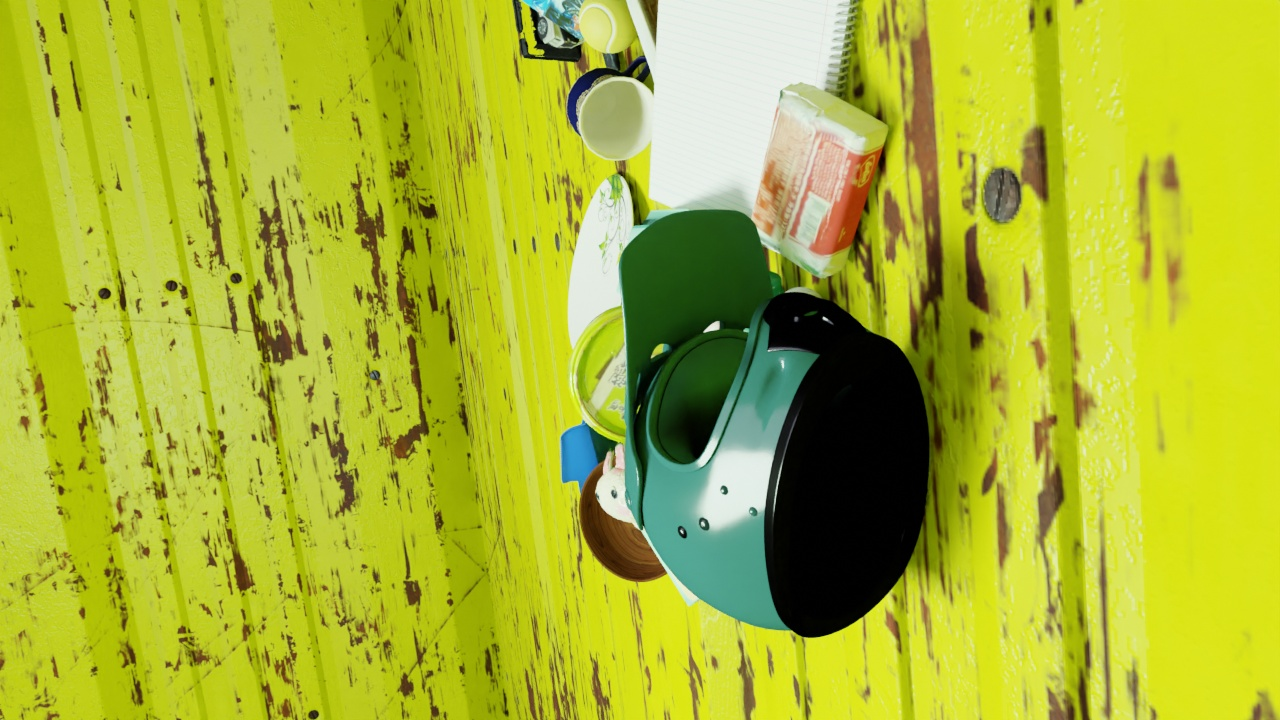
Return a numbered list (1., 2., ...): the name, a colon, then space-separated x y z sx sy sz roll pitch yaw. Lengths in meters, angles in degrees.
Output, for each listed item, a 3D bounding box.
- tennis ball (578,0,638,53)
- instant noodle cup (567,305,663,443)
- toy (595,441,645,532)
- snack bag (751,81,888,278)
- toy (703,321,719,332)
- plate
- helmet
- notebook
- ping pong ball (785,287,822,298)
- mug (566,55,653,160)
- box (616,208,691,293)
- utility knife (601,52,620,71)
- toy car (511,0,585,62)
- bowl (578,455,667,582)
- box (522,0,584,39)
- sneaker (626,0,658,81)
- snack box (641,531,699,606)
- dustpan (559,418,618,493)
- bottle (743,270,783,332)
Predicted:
1. tennis ball: -0.032 -0.356 0.960 0.065 0.065 0.065 170 90 -72
2. instant noodle cup: -0.006 0.006 0.952 0.098 0.146 0.146 -124 29 -74
3. toy: -0.013 0.137 0.927 0.087 0.050 0.112 -18 90 64
4. snack bag: 0.120 -0.123 0.634 0.077 0.036 0.116 40 139 31
5. toy: 0.075 -0.007 0.856 0.096 0.041 0.108 105 156 -50
6. plate: -0.039 -0.110 1.120 0.230 0.030 0.229 -172 90 -70
7. helmet: 0.075 0.045 0.635 0.200 0.176 0.275 30 135 50
8. notebook: 0.076 -0.210 0.683 0.178 0.013 0.246 30 131 36
9. ping pong ball: 0.122 -0.036 0.697 0.040 0.040 0.040 170 90 -72
10. mug: -0.028 -0.280 0.983 0.112 0.085 0.089 -55 31 13
11. box: 0.026 -0.079 0.801 0.093 0.077 0.188 -62 13 4
12. utility knife: -0.044 -0.388 1.053 0.029 0.020 0.172 134 125 -68
13. toy car: -0.109 -0.474 1.130 0.071 0.094 0.192 -2 97 51
14. bowl: 0.007 0.178 1.073 0.147 0.068 0.147 3 95 31
15. box: -0.042 -0.464 0.953 0.115 0.094 0.244 -63 11 -24
16. sneaker: 0.029 -0.284 0.795 0.079 0.087 0.235 171 87 -77
17. snack box: 0.052 0.156 0.921 0.141 0.044 0.194 56 152 15
18. dustpan: -0.058 0.099 1.181 0.244 0.059 0.258 -80 -14 -53
19. bottle: 0.095 0.030 0.766 0.068 0.068 0.210 -137 41 -62
